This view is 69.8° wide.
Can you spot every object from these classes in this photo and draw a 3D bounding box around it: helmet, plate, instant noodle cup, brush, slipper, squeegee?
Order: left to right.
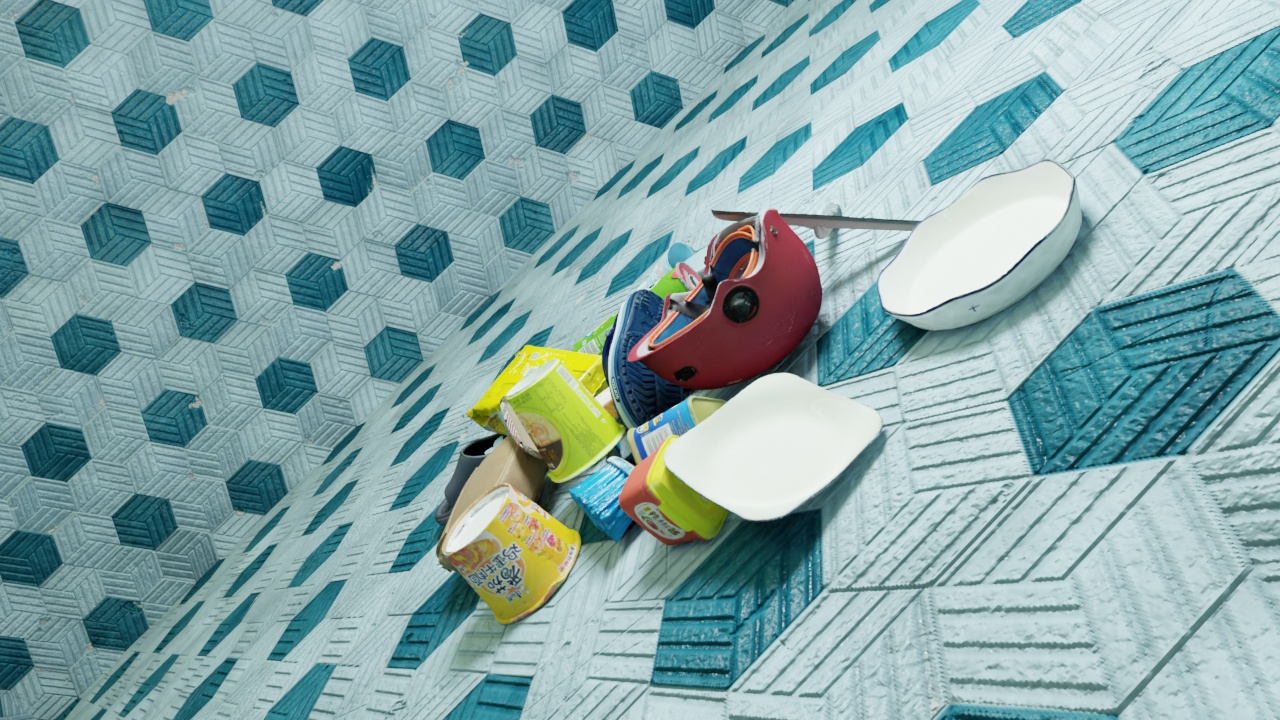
[{"bbox_3d":[-0.241,0.152,1.473,0.268,0.083,0.110,-40,15,7],"label":"slipper"},{"bbox_3d":[-0.155,0.217,1.070,0.138,0.110,0.137,-38,18,14],"label":"instant noodle cup"},{"bbox_3d":[-0.098,0.068,1.121,0.112,0.123,0.111,-35,10,7],"label":"instant noodle cup"},{"bbox_3d":[-0.042,0.136,1.118,0.109,0.060,0.315,-41,14,-11],"label":"brush"},{"bbox_3d":[-0.007,0.007,1.185,0.095,0.105,0.252,-45,27,35],"label":"slipper"},{"bbox_3d":[0.076,-0.155,1.495,0.246,0.074,0.103,-29,23,36],"label":"slipper"},{"bbox_3d":[0.111,-0.048,1.043,0.239,0.144,0.207,-51,11,-12],"label":"helmet"},{"bbox_3d":[0.120,0.082,0.827,0.164,0.034,0.164,-35,33,-20],"label":"plate"},{"bbox_3d":[0.238,-0.179,1.179,0.248,0.040,0.249,5,15,16],"label":"squeegee"},{"bbox_3d":[0.320,-0.104,0.867,0.205,0.045,0.204,-40,17,15],"label":"plate"}]

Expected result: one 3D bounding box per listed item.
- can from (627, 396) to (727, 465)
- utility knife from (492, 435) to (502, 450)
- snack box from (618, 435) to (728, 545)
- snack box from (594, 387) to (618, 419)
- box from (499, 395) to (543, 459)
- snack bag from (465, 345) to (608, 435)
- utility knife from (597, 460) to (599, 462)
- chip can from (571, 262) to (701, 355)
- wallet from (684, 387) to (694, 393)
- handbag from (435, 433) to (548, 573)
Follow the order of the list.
[{"bbox_3d":[0.050,0.080,0.962,0.083,0.057,0.102,-32,-21,27],"label":"can"},{"bbox_3d":[-0.216,0.184,1.365,0.029,0.013,0.182,-20,44,18],"label":"utility knife"},{"bbox_3d":[0.033,0.130,0.893,0.080,0.091,0.081,-35,18,48],"label":"snack box"},{"bbox_3d":[-0.029,0.049,1.266,0.155,0.027,0.077,-36,11,-20],"label":"snack box"},{"bbox_3d":[-0.134,0.069,1.247,0.086,0.075,0.162,-59,27,10],"label":"box"},{"bbox_3d":[-0.147,0.047,1.416,0.247,0.068,0.157,6,48,43],"label":"snack bag"},{"bbox_3d":[-0.109,0.134,1.306,0.015,0.033,0.202,-47,20,-25],"label":"utility knife"},{"bbox_3d":[-0.005,-0.061,1.457,0.237,0.072,0.072,-36,18,25],"label":"chip can"},{"bbox_3d":[0.080,0.004,1.206,0.121,0.019,0.097,-25,23,50],"label":"wallet"},{"bbox_3d":[-0.191,0.196,1.237,0.148,0.100,0.204,-42,15,31],"label":"handbag"}]
